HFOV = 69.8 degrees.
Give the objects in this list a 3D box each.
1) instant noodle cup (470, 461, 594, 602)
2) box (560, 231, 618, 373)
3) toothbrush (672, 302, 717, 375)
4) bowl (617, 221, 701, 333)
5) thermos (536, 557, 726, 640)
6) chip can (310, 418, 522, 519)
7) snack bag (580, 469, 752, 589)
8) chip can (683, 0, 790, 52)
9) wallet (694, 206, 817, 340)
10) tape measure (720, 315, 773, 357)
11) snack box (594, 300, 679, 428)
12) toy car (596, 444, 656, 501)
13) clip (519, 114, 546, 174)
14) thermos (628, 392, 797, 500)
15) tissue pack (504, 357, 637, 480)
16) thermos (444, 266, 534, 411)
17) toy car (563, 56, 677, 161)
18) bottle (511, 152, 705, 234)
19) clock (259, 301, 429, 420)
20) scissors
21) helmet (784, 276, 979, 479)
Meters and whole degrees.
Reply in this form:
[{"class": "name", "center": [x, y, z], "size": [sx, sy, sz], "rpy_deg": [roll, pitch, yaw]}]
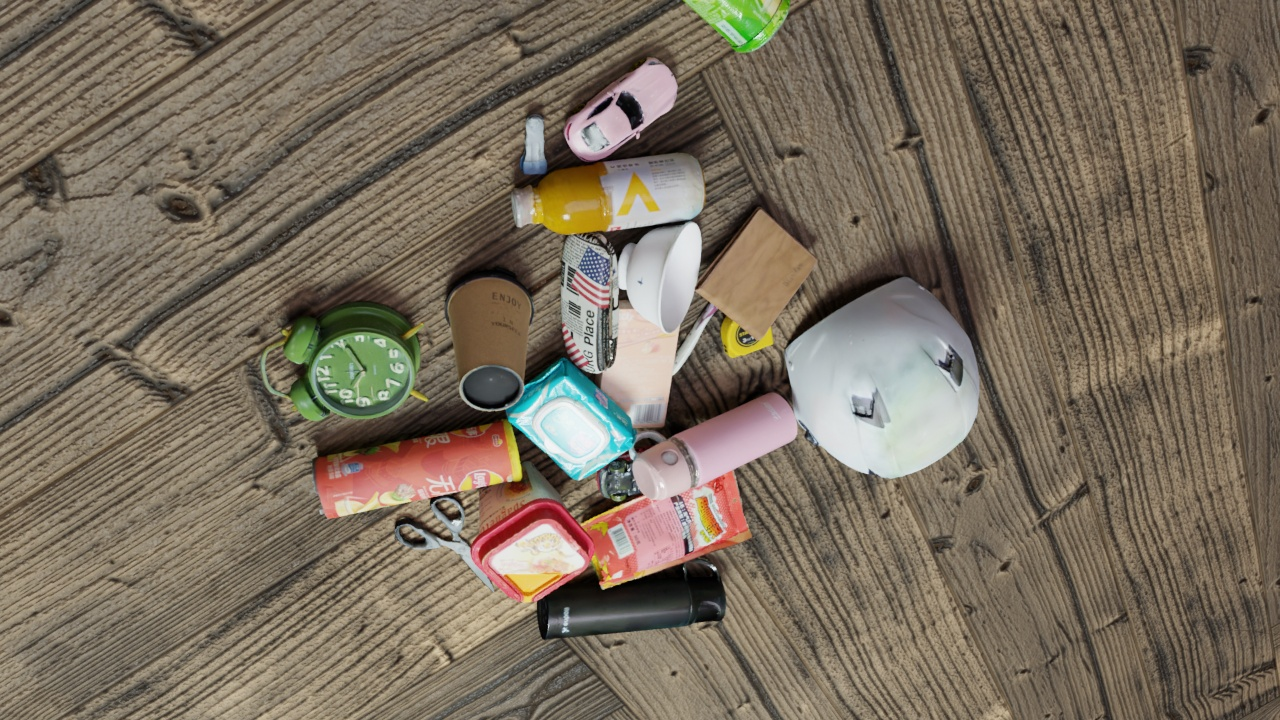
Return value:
[{"class": "instant noodle cup", "center": [-0.129, 0.191, 1.051], "size": [0.116, 0.124, 0.117], "rpy_deg": [-33, 123, 4]}, {"class": "box", "center": [-0.052, -0.061, 0.967], "size": [0.068, 0.051, 0.164], "rpy_deg": [17, 126, 20]}, {"class": "toothbrush", "center": [0.084, -0.059, 1.037], "size": [0.017, 0.016, 0.188], "rpy_deg": [19, 112, -36]}, {"class": "bowl", "center": [0.014, -0.092, 0.957], "size": [0.065, 0.118, 0.118], "rpy_deg": [15, 120, 18]}, {"class": "thermos", "center": [-0.011, 0.308, 1.199], "size": [0.242, 0.068, 0.090], "rpy_deg": [-1, 87, -19]}, {"class": "chip can", "center": [-0.242, 0.118, 1.006], "size": [0.216, 0.073, 0.073], "rpy_deg": [-10, 122, -10]}, {"class": "snack bag", "center": [0.033, 0.209, 1.151], "size": [0.207, 0.073, 0.129], "rpy_deg": [-21, 115, -10]}, {"class": "chip can", "center": [0.040, -0.364, 0.811], "size": [0.221, 0.072, 0.073], "rpy_deg": [32, 106, -30]}, {"class": "wallet", "center": [0.129, -0.094, 1.004], "size": [0.101, 0.020, 0.115], "rpy_deg": [35, 94, -26]}, {"class": "tape measure", "center": [0.120, -0.036, 1.052], "size": [0.060, 0.029, 0.057], "rpy_deg": [-21, 122, -12]}, {"class": "snack box", "center": [-0.006, 0.006, 1.039], "size": [0.084, 0.026, 0.157], "rpy_deg": [-1, 119, -16]}, {"class": "toy car", "center": [0.004, 0.131, 1.104], "size": [0.120, 0.045, 0.053], "rpy_deg": [-11, 121, -17]}, {"class": "clip", "center": [-0.102, -0.209, 0.889], "size": [0.026, 0.038, 0.058], "rpy_deg": [-1, 117, -14]}, {"class": "thermos", "center": [0.081, 0.094, 1.072], "size": [0.198, 0.087, 0.067], "rpy_deg": [-21, 148, -24]}, {"class": "tissue pack", "center": [-0.079, 0.065, 1.018], "size": [0.093, 0.050, 0.133], "rpy_deg": [-38, 111, 20]}, {"class": "thermos", "center": [-0.150, -0.021, 0.918], "size": [0.093, 0.143, 0.093], "rpy_deg": [-5, 132, -6]}, {"class": "toy car", "center": [-0.018, -0.241, 0.887], "size": [0.122, 0.037, 0.056], "rpy_deg": [-36, 125, 4]}, {"class": "bottle", "center": [-0.032, -0.163, 0.908], "size": [0.189, 0.068, 0.068], "rpy_deg": [-9, 121, -12]}, {"class": "clock", "center": [-0.299, 0.005, 0.930], "size": [0.161, 0.056, 0.116], "rpy_deg": [-5, 119, -14]}, {"class": "scissors", "center": [-0.217, 0.222, 1.108], "size": [0.164, 0.014, 0.163], "rpy_deg": [7, 118, -21]}, {"class": "helmet", "center": [0.306, 0.045, 1.087], "size": [0.229, 0.145, 0.259], "rpy_deg": [-27, 124, -1]}]
